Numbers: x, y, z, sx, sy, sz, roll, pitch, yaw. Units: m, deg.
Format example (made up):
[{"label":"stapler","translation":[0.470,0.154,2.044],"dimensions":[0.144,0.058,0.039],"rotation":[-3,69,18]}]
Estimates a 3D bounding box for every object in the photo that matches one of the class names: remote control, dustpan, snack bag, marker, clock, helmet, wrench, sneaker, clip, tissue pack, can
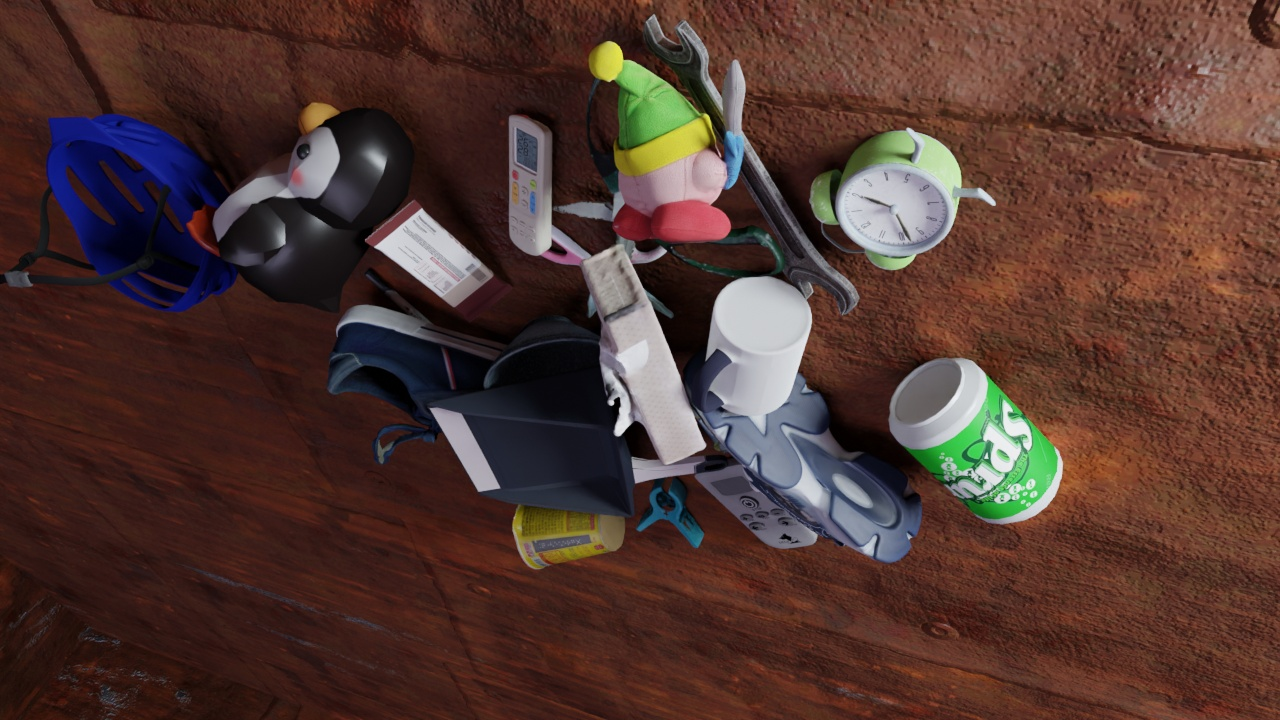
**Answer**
[{"label":"remote control","translation":[0.132,0.161,1.016],"dimensions":[0.074,0.019,0.151],"rotation":[-20,125,43]},{"label":"dustpan","translation":[-0.052,0.102,0.944],"dimensions":[0.273,0.080,0.237],"rotation":[-12,150,-3]},{"label":"snack bag","translation":[-0.178,-0.086,0.830],"dimensions":[0.057,0.013,0.158],"rotation":[-39,146,6]},{"label":"remote control","translation":[-0.091,-0.142,0.753],"dimensions":[0.038,0.018,0.126],"rotation":[31,137,25]},{"label":"marker","translation":[-0.234,-0.043,0.979],"dimensions":[0.011,0.011,0.152],"rotation":[-21,124,44]},{"label":"clock","translation":[0.175,-0.111,0.641],"dimensions":[0.094,0.042,0.120],"rotation":[37,141,-14]},{"label":"helmet","translation":[-0.480,-0.109,0.859],"dimensions":[0.148,0.227,0.242],"rotation":[2,138,13]},{"label":"wrench","translation":[0.084,-0.134,0.672],"dimensions":[0.273,0.010,0.070],"rotation":[52,162,-30]},{"label":"sneaker","translation":[-0.186,0.051,0.959],"dimensions":[0.294,0.127,0.121],"rotation":[19,144,-13]},{"label":"clip","translation":[0.027,0.173,1.087],"dimensions":[0.097,0.026,0.116],"rotation":[11,141,13]},{"label":"sneaker","translation":[0.134,0.095,0.881],"dimensions":[0.269,0.103,0.133],"rotation":[40,158,-9]},{"label":"tissue pack","translation":[-0.004,0.004,0.769],"dimensions":[0.071,0.103,0.181],"rotation":[-20,133,-2]},{"label":"can","translation":[0.278,0.067,0.764],"dimensions":[0.140,0.087,0.088],"rotation":[41,140,-21]}]

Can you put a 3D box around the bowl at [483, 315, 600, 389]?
[{"label":"bowl","translation":[-0.086,-0.006,0.888],"dimensions":[0.137,0.057,0.137],"rotation":[-10,150,-6]}]

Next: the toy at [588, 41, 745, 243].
[{"label":"toy","translation":[0.014,-0.146,0.625],"dimensions":[0.124,0.096,0.131],"rotation":[16,109,53]}]

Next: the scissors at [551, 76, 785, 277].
[{"label":"scissors","translation":[0.023,-0.125,0.714],"dimensions":[0.206,0.015,0.202],"rotation":[19,138,10]}]

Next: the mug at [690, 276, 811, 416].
[{"label":"mug","translation":[0.084,-0.001,0.763],"dimensions":[0.078,0.111,0.097],"rotation":[41,155,22]}]

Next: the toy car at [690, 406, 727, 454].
[{"label":"toy car","translation":[0.069,0.056,0.910],"dimensions":[0.027,0.038,0.090],"rotation":[-33,123,8]}]

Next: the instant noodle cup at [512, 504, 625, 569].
[{"label":"instant noodle cup","translation":[-0.082,0.206,1.139],"dimensions":[0.113,0.100,0.100],"rotation":[-10,132,23]}]

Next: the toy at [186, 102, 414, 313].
[{"label":"toy","translation":[-0.262,-0.134,0.786],"dimensions":[0.184,0.158,0.140],"rotation":[-33,106,29]}]

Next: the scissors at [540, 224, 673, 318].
[{"label":"scissors","translation":[-0.031,-0.093,0.802],"dimensions":[0.170,0.013,0.177],"rotation":[36,141,-12]}]
